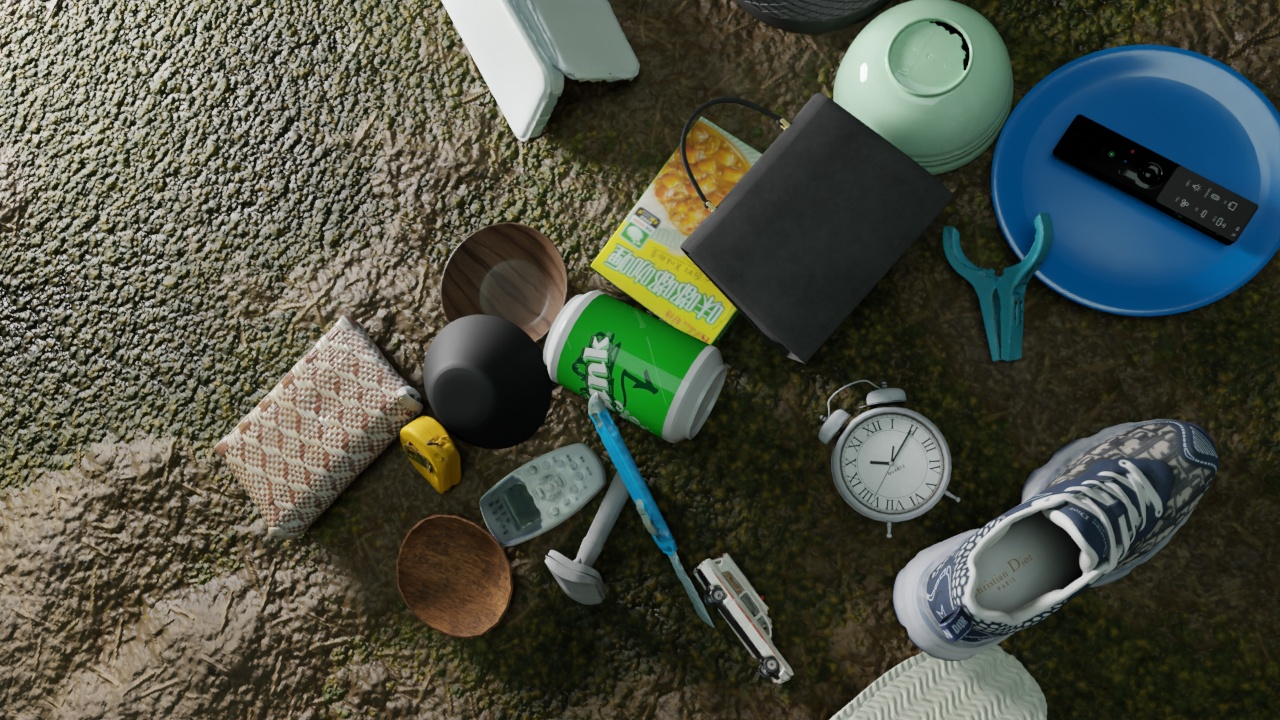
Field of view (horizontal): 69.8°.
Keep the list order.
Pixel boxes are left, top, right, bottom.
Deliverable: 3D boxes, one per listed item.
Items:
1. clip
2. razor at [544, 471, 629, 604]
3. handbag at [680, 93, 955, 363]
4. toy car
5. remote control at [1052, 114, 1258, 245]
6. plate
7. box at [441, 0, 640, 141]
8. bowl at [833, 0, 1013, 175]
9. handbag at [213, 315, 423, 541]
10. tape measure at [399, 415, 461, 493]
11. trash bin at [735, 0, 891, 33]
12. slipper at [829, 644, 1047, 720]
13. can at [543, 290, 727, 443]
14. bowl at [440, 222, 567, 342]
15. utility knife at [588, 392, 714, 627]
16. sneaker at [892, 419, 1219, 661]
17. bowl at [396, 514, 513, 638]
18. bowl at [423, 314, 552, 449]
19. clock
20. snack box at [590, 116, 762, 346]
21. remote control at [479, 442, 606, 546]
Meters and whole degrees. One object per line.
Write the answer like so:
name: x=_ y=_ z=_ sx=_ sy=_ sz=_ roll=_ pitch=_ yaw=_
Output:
clip: x=0.281 y=-0.072 z=0.746 sx=0.120 sy=0.033 sz=0.122 roll=36 pitch=121 yaw=32
razor: x=-0.033 y=0.141 z=0.774 sx=0.047 sy=0.088 sz=0.116 roll=22 pitch=67 yaw=14
handbag: x=0.113 y=-0.130 z=0.743 sx=0.196 sy=0.072 sz=0.176 roll=42 pitch=92 yaw=-6
toy car: x=0.088 y=0.209 z=0.751 sx=0.039 sy=0.039 sz=0.113 roll=-35 pitch=77 yaw=-17
remote control: x=0.401 y=-0.142 z=0.719 sx=0.150 sy=0.013 sz=0.034 roll=34 pitch=90 yaw=14
plate: x=0.400 y=-0.144 z=0.741 sx=0.224 sy=0.024 sz=0.224 roll=-2 pitch=82 yaw=11
box: x=-0.103 y=-0.315 z=0.864 sx=0.128 sy=0.105 sz=0.210 roll=-13 pitch=72 yaw=-32
bowl: x=0.237 y=-0.237 z=0.762 sx=0.151 sy=0.077 sz=0.150 roll=-2 pitch=83 yaw=12
handbag: x=-0.295 y=0.063 z=0.846 sx=0.186 sy=0.047 sz=0.124 roll=-45 pitch=68 yaw=2
tape measure: x=-0.187 y=0.079 z=0.810 sx=0.059 sy=0.068 sz=0.030 roll=38 pitch=55 yaw=19
trash bin: x=0.140 y=-0.403 z=0.728 sx=0.218 sy=0.227 sz=0.217 roll=-2 pitch=81 yaw=11
slipper: x=0.187 y=0.313 z=0.700 sx=0.262 sy=0.052 sz=0.115 roll=-31 pitch=66 yaw=-7
can: x=-0.005 y=0.005 z=0.771 sx=0.140 sy=0.088 sz=0.088 roll=27 pitch=88 yaw=14
bowl: x=-0.119 y=-0.063 z=0.833 sx=0.119 sy=0.032 sz=0.119 roll=-2 pitch=82 yaw=11
utility knife: x=0.008 y=0.126 z=0.758 sx=0.015 sy=0.031 sz=0.220 roll=-31 pitch=95 yaw=-28
sneaker: x=0.313 y=0.124 z=0.659 sx=0.269 sy=0.132 sz=0.103 roll=-31 pitch=75 yaw=-3
bowl: x=-0.158 y=0.187 z=0.806 sx=0.114 sy=0.026 sz=0.102 roll=25 pitch=97 yaw=17
bowl: x=-0.144 y=0.026 z=0.793 sx=0.124 sy=0.052 sz=0.124 roll=4 pitch=104 yaw=15
clock: x=0.197 y=0.074 z=0.746 sx=0.094 sy=0.035 sz=0.122 roll=-30 pitch=78 yaw=6
snack box: x=0.057 y=-0.112 z=0.806 sx=0.132 sy=0.027 sz=0.168 roll=36 pitch=91 yaw=13
remote control: x=-0.084 y=0.116 z=0.802 sx=0.114 sy=0.028 sz=0.060 roll=-30 pitch=77 yaw=7
